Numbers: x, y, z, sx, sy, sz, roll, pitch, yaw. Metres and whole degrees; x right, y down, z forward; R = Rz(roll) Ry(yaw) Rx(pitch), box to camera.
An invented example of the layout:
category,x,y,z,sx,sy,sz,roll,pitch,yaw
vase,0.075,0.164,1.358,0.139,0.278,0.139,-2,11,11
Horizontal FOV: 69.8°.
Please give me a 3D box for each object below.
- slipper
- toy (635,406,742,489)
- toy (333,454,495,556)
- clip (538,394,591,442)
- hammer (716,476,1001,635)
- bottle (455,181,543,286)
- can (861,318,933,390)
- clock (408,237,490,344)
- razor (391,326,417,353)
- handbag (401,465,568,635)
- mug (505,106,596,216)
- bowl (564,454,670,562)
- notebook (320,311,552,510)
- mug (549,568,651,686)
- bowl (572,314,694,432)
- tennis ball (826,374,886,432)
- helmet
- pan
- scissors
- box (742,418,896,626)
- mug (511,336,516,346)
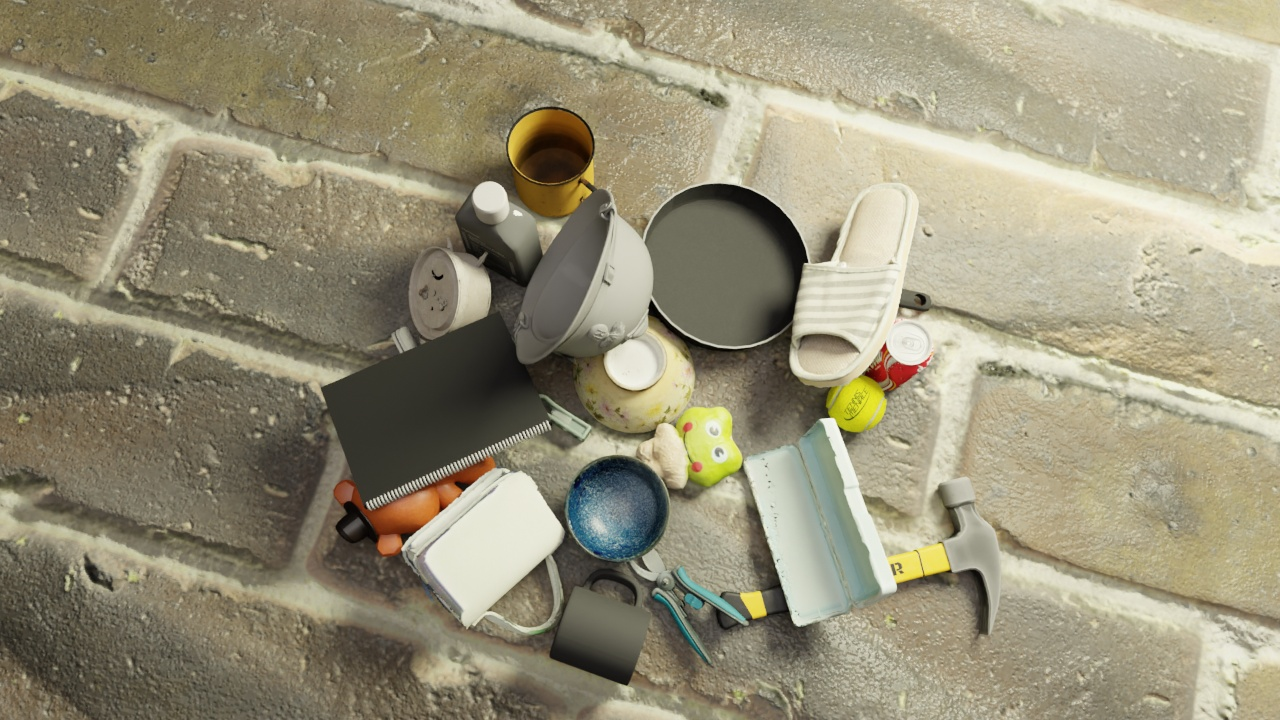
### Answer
category,x,y,z,sx,sy,sz,roll,pitch,yaw
slipper,0.239,-0.094,1.026,0.115,0.054,0.272,10,64,37
toy,0.052,0.101,1.035,0.118,0.043,0.092,-13,78,-4
toy,-0.249,0.132,0.991,0.175,0.096,0.112,-34,80,-29
clip,-0.091,0.065,1.048,0.076,0.043,0.023,32,75,5
hammer,0.242,0.246,1.014,0.324,0.034,0.169,-13,78,-4
bottle,-0.159,-0.146,1.022,0.084,0.174,0.046,29,76,5
can,0.288,-0.006,1.039,0.064,0.105,0.064,1,76,-2
clock,-0.217,-0.055,1.049,0.103,0.061,0.157,24,107,43
razor,-0.296,0.028,1.045,0.116,0.047,0.088,-29,78,-1
handbag,-0.149,0.221,0.982,0.151,0.074,0.176,-41,108,-23
mug,-0.095,-0.223,1.085,0.124,0.094,0.100,41,77,9
bowl,-0.026,0.164,1.008,0.114,0.061,0.114,1,77,-3
notebook,-0.216,0.050,0.970,0.206,0.016,0.149,-24,68,-9
mug,-0.038,0.277,0.977,0.088,0.078,0.113,19,49,3
bowl,-0.006,0.006,1.047,0.145,0.063,0.145,1,76,-3
tennis ball,0.245,0.049,1.044,0.065,0.065,0.065,1,76,-2
helmet,-0.040,-0.068,0.985,0.117,0.270,0.184,31,115,-21
pan,0.171,-0.095,1.087,0.355,0.044,0.203,10,75,-9
scissors,0.050,0.264,0.997,0.156,0.019,0.124,1,81,17
box,0.190,0.173,0.988,0.126,0.074,0.197,-24,63,17
mug,-0.173,0.036,1.038,0.089,0.071,0.107,-17,104,-2
